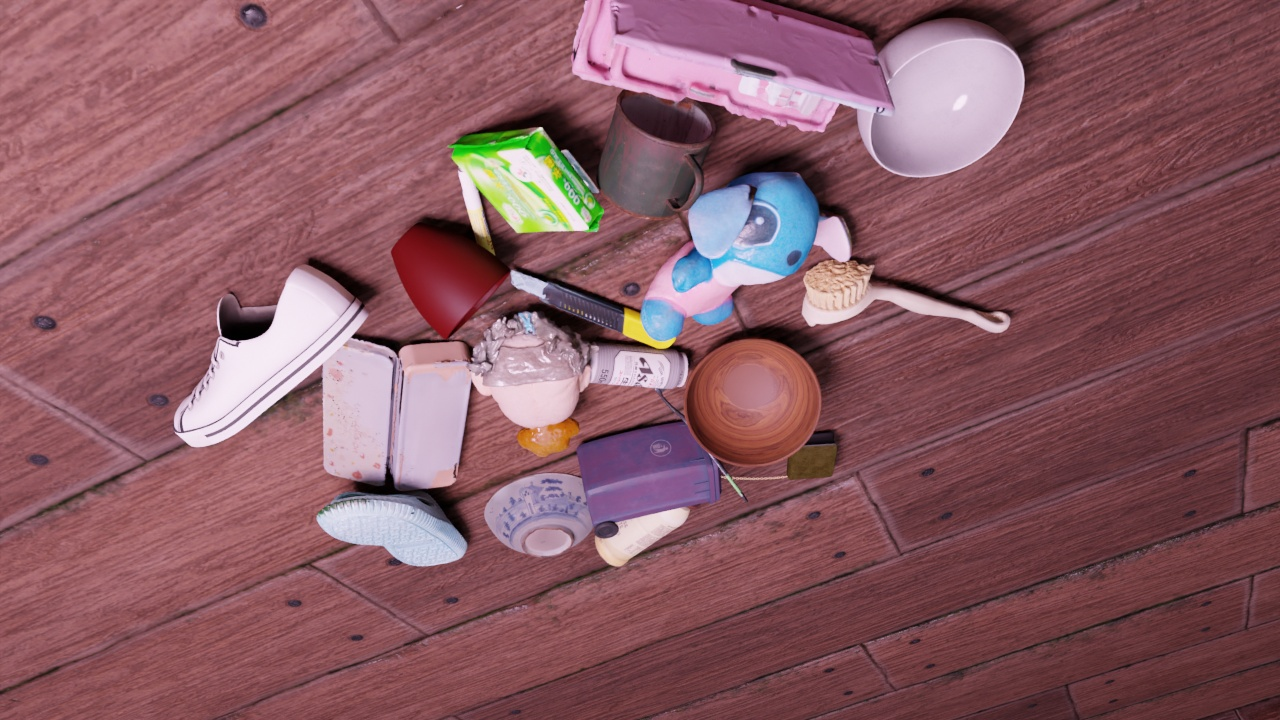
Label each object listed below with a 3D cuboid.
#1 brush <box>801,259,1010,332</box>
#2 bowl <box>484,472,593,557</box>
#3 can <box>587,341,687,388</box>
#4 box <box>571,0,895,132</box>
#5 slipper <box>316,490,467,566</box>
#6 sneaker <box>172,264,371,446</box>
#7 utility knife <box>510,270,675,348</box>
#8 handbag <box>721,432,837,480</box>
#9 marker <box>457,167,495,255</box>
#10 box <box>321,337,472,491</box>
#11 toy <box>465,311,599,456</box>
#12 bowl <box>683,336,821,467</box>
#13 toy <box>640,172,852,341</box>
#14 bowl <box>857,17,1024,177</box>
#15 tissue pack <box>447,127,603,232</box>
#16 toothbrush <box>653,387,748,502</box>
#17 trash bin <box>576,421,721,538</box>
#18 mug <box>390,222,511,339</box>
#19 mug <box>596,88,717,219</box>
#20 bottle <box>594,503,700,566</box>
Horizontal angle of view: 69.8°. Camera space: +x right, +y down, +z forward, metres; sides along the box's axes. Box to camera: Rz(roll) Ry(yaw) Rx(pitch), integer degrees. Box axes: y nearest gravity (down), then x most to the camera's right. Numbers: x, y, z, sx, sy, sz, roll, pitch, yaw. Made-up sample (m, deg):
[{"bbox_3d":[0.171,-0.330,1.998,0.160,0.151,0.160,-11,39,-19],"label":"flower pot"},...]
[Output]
[{"bbox_3d":[0.289,-0.059,0.974,0.272,0.062,0.078,6,139,-24],"label":"brush"},{"bbox_3d":[-0.121,0.209,1.165,0.150,0.056,0.151,-6,137,-6],"label":"bowl"},{"bbox_3d":[-0.006,0.006,0.981,0.106,0.044,0.044,5,135,-17],"label":"can"},{"bbox_3d":[0.071,-0.219,0.704,0.232,0.115,0.099,9,135,-20],"label":"box"},{"bbox_3d":[-0.285,0.190,1.099,0.116,0.069,0.276,-9,155,7],"label":"slipper"},{"bbox_3d":[-0.373,-0.009,0.864,0.246,0.091,0.097,-31,115,26],"label":"sneaker"},{"bbox_3d":[-0.047,-0.052,0.927,0.197,0.020,0.029,20,128,-31],"label":"utility knife"},{"bbox_3d":[0.156,0.125,1.165,0.178,0.027,0.084,-5,138,1],"label":"handbag"},{"bbox_3d":[-0.146,-0.121,0.837,0.014,0.014,0.132,-10,138,-2],"label":"marker"},{"bbox_3d":[-0.265,0.061,0.989,0.157,0.063,0.217,11,134,-8],"label":"box"},{"bbox_3d":[-0.105,0.024,0.944,0.133,0.076,0.176,-2,124,2],"label":"toy"},{"bbox_3d":[0.121,0.037,1.012,0.147,0.068,0.147,1,109,3],"label":"bowl"},{"bbox_3d":[0.095,-0.096,0.861,0.223,0.099,0.192,-5,148,-49],"label":"toy"},{"bbox_3d":[0.245,-0.226,0.771,0.132,0.064,0.132,-6,137,-6],"label":"bowl"},{"bbox_3d":[-0.093,-0.149,0.771,0.100,0.034,0.114,5,148,39],"label":"tissue pack"},{"bbox_3d":[0.066,0.084,1.025,0.017,0.014,0.188,-37,94,10],"label":"toothbrush"},{"bbox_3d":[0.012,0.134,1.088,0.161,0.093,0.092,-12,138,-3],"label":"trash bin"},{"bbox_3d":[-0.182,-0.077,0.838,0.088,0.087,0.114,43,159,-6],"label":"mug"},{"bbox_3d":[0.017,-0.162,0.758,0.084,0.111,0.081,-11,143,-30],"label":"mug"},{"bbox_3d":[0.013,0.206,1.191,0.056,0.056,0.162,29,124,-36],"label":"bottle"}]
